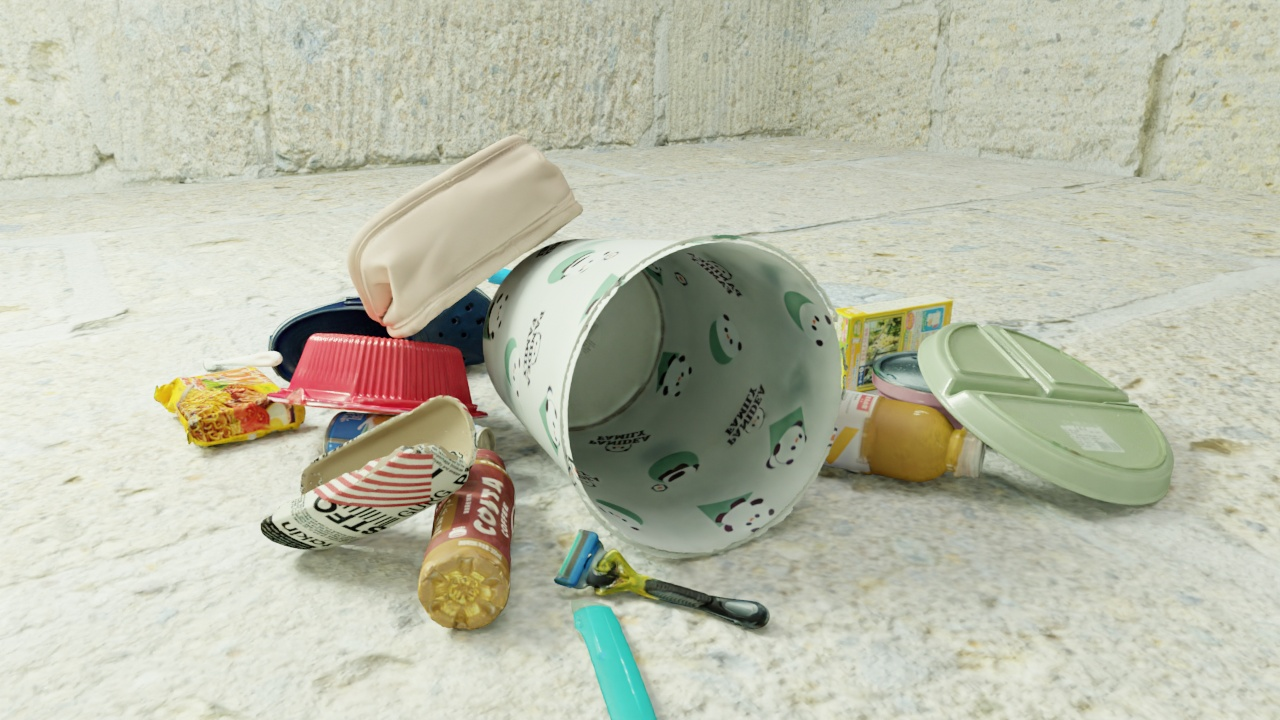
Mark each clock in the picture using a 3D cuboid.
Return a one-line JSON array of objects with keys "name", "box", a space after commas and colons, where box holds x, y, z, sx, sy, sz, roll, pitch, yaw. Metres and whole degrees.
[{"name": "clock", "box": [0.297, 0.034, 0.870, 0.158, 0.060, 0.117, -5, 19, -8]}]

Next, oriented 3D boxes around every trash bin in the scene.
[{"name": "trash bin", "box": [-0.004, 0.004, 0.739, 0.229, 0.230, 0.252, -10, 16, -25]}]

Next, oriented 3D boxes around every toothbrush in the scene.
[{"name": "toothbrush", "box": [-0.422, 0.001, 0.976, 0.180, 0.016, 0.016, -3, 7, 43]}]

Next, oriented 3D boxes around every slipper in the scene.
[{"name": "slipper", "box": [-0.266, -0.029, 0.981, 0.252, 0.105, 0.095, -10, 14, -19]}]

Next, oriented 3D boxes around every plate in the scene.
[{"name": "plate", "box": [0.349, 0.035, 0.787, 0.230, 0.028, 0.229, 15, 31, -10]}]

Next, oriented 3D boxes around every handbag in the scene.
[{"name": "handbag", "box": [-0.172, -0.089, 0.835, 0.192, 0.093, 0.235, -40, 3, -27]}]

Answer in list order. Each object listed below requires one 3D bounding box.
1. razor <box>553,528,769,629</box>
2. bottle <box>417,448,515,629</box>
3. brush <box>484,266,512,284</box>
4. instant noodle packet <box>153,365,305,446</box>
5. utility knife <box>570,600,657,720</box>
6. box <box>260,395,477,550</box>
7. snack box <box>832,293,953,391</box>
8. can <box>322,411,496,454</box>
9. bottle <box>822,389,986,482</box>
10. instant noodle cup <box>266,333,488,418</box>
[{"name": "razor", "box": [0.016, 0.150, 0.602, 0.143, 0.022, 0.042, 12, 56, 20]}, {"name": "bottle", "box": [-0.117, 0.116, 0.645, 0.057, 0.057, 0.174, -2, 19, -5]}, {"name": "brush", "box": [-0.107, -0.068, 1.003, 0.315, 0.060, 0.109, 3, 45, 43]}, {"name": "instant noodle packet", "box": [-0.396, 0.041, 0.885, 0.110, 0.044, 0.128, -10, 21, -37]}, {"name": "utility knife", "box": [-0.007, 0.190, 0.499, 0.029, 0.013, 0.222, -3, 17, -14]}, {"name": "box", "box": [-0.190, 0.078, 0.650, 0.163, 0.076, 0.087, -29, 47, 21]}, {"name": "snack box", "box": [0.266, -0.018, 0.975, 0.140, 0.087, 0.034, -11, 23, -26]}, {"name": "can", "box": [-0.192, 0.074, 0.769, 0.135, 0.053, 0.053, 4, 20, 13]}, {"name": "bottle", "box": [0.191, 0.062, 0.777, 0.190, 0.068, 0.067, 10, 22, 26]}, {"name": "instant noodle cup", "box": [-0.232, 0.014, 0.830, 0.194, 0.066, 0.194, 5, -4, 0]}]
